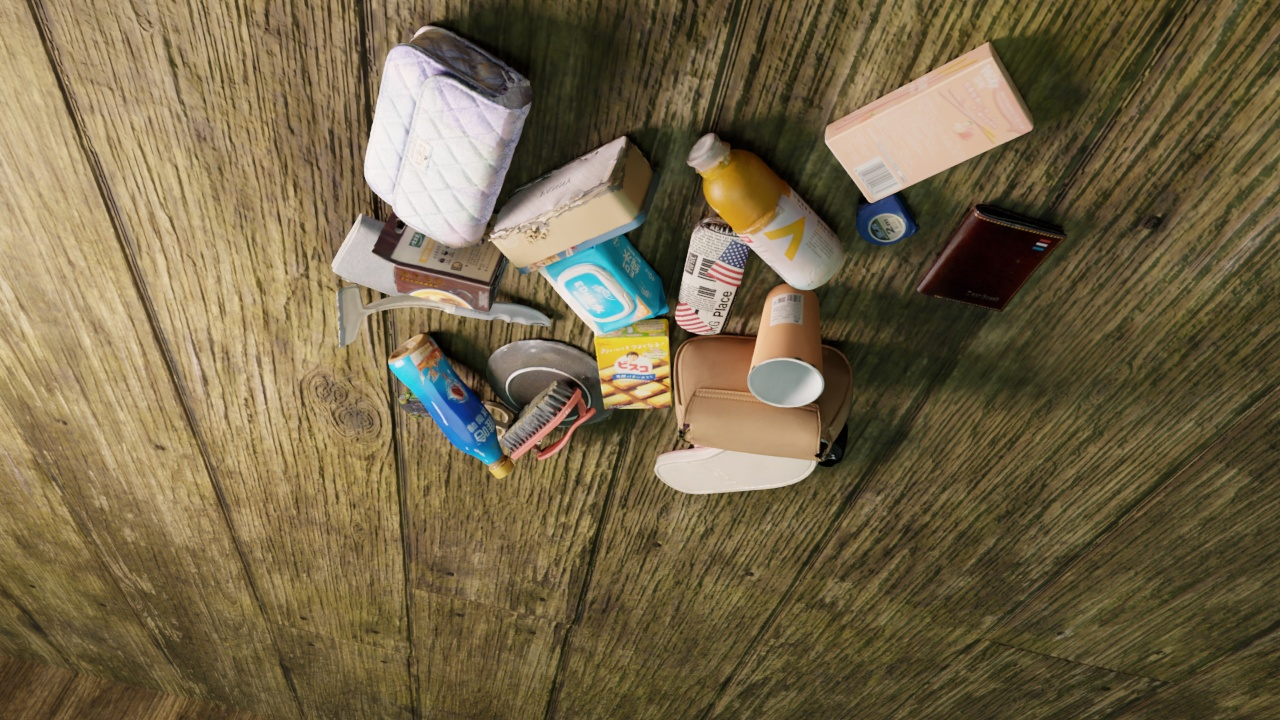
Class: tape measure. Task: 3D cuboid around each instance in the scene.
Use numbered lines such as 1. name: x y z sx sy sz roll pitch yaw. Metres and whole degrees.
1. tape measure: 0.237 0.101 1.155 0.039 0.057 0.057 11 163 5
2. tape measure: 0.238 -0.140 0.898 0.055 0.025 0.058 -18 127 34

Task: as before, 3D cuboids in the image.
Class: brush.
1. brush: -0.116 0.079 1.183 0.069 0.063 0.146 38 134 -13

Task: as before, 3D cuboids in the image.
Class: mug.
1. mug: 0.158 -0.021 0.982 0.078 0.122 0.078 7 141 6

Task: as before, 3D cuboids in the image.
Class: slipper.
1. slipper: 0.125 0.124 1.213 0.114 0.054 0.275 39 144 -23

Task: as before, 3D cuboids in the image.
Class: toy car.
1. toy car: -0.288 0.056 1.258 0.091 0.036 0.043 -5 138 19

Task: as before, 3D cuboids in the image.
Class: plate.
1. plate: -0.119 0.039 1.203 0.179 0.024 0.180 8 139 6

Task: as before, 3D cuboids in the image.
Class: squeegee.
1. squeegee: -0.226 -0.060 1.072 0.246 0.039 0.247 0 168 -17

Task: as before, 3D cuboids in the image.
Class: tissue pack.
1. tissue pack: -0.042 -0.089 1.002 0.090 0.063 0.140 -17 132 31

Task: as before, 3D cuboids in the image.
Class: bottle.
1. bottle: -0.239 0.066 1.197 0.065 0.065 0.219 -19 116 32
2. bottle: 0.120 -0.145 0.890 0.068 0.067 0.189 -27 126 38

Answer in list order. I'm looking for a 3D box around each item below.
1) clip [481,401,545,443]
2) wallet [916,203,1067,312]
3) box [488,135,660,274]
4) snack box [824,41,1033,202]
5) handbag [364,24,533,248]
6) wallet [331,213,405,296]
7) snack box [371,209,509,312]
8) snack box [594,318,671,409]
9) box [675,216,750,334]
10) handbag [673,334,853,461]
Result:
1. clip: -0.192 0.097 1.286 0.103 0.034 0.093 32 133 -32
2. wallet: 0.350 -0.099 0.923 0.096 0.020 0.123 16 142 -4
3. box: -0.063 -0.154 0.911 0.185 0.089 0.060 -14 132 35
4. snack box: 0.254 -0.206 0.815 0.158 0.026 0.084 -22 129 34
5. handbag: -0.188 -0.207 0.879 0.134 0.075 0.194 31 138 -1
6. wallet: -0.277 -0.112 1.056 0.129 0.036 0.107 21 142 -27
7. snack box: -0.204 -0.119 0.971 0.125 0.113 0.053 13 140 1
8. snack box: -0.007 0.007 1.119 0.087 0.033 0.141 -1 138 3
9. box: 0.078 -0.091 0.992 0.071 0.057 0.165 0 143 -11
10. handbag: 0.136 0.046 1.048 0.205 0.147 0.100 7 138 14
